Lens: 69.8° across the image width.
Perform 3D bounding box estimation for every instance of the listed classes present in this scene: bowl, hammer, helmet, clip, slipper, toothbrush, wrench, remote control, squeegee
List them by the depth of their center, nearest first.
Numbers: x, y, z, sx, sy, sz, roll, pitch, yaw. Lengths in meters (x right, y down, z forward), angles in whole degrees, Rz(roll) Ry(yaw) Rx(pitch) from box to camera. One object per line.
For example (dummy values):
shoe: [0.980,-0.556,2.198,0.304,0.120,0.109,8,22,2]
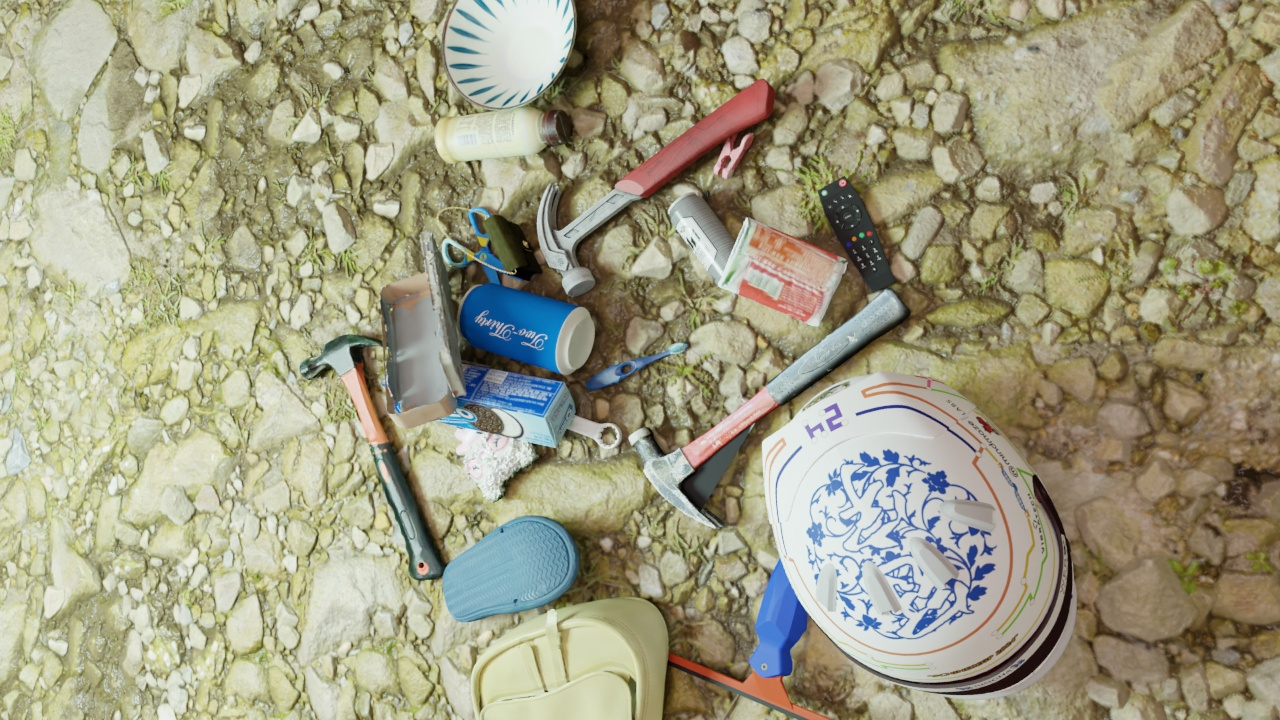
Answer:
helmet: [0.242,0.160,0.805,0.231,0.235,0.314,-34,75,19]
squeegee: [0.146,0.260,0.935,0.250,0.055,0.184,11,79,36]
remote control: [0.225,-0.130,0.951,0.039,0.010,0.124,-28,77,18]
hammer: [0.145,0.045,0.962,0.327,0.036,0.140,-39,72,15]
clip: [0.096,-0.229,1.005,0.037,0.022,0.058,29,99,18]
hammer: [0.013,-0.208,1.019,0.316,0.036,0.126,-34,72,22]
toothbrush: [-0.006,0.006,1.035,0.132,0.016,0.021,-23,76,19]
slipper: [-0.149,0.242,1.058,0.214,0.059,0.103,-26,69,33]
bowl: [-0.142,-0.373,1.084,0.177,0.070,0.177,-2,86,21]
wrench: [-0.143,0.050,1.091,0.274,0.009,0.047,18,94,22]
hammer: [-0.321,0.120,1.151,0.133,0.033,0.333,-28,78,18]

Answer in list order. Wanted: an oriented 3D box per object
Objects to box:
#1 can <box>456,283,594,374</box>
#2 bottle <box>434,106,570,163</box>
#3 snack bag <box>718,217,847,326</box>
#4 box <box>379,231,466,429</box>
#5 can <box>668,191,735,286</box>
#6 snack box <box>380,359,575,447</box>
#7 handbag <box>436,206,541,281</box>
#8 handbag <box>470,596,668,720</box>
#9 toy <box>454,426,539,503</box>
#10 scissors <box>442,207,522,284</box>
can: [-0.131,-0.038,1.054,0.146,0.078,0.079,16,93,22]
bottle: [-0.163,-0.270,1.094,0.162,0.056,0.056,-1,86,22]
snack bag: [0.145,-0.090,0.945,0.116,0.036,0.077,22,95,-5]
box: [-0.257,-0.037,1.050,0.105,0.096,0.216,-22,49,4]
can: [0.075,-0.130,0.995,0.044,0.044,0.106,-39,74,15]
snack box: [-0.189,0.044,1.064,0.227,0.059,0.059,10,52,22]
handbag: [-0.171,-0.136,1.023,0.027,0.177,0.084,-32,76,17]
handbag: [-0.082,0.357,1.006,0.233,0.088,0.191,-9,89,23]
toy: [-0.182,0.105,1.088,0.096,0.041,0.109,-48,69,12]
scissors: [-0.198,-0.120,1.122,0.105,0.019,0.131,-28,76,22]
